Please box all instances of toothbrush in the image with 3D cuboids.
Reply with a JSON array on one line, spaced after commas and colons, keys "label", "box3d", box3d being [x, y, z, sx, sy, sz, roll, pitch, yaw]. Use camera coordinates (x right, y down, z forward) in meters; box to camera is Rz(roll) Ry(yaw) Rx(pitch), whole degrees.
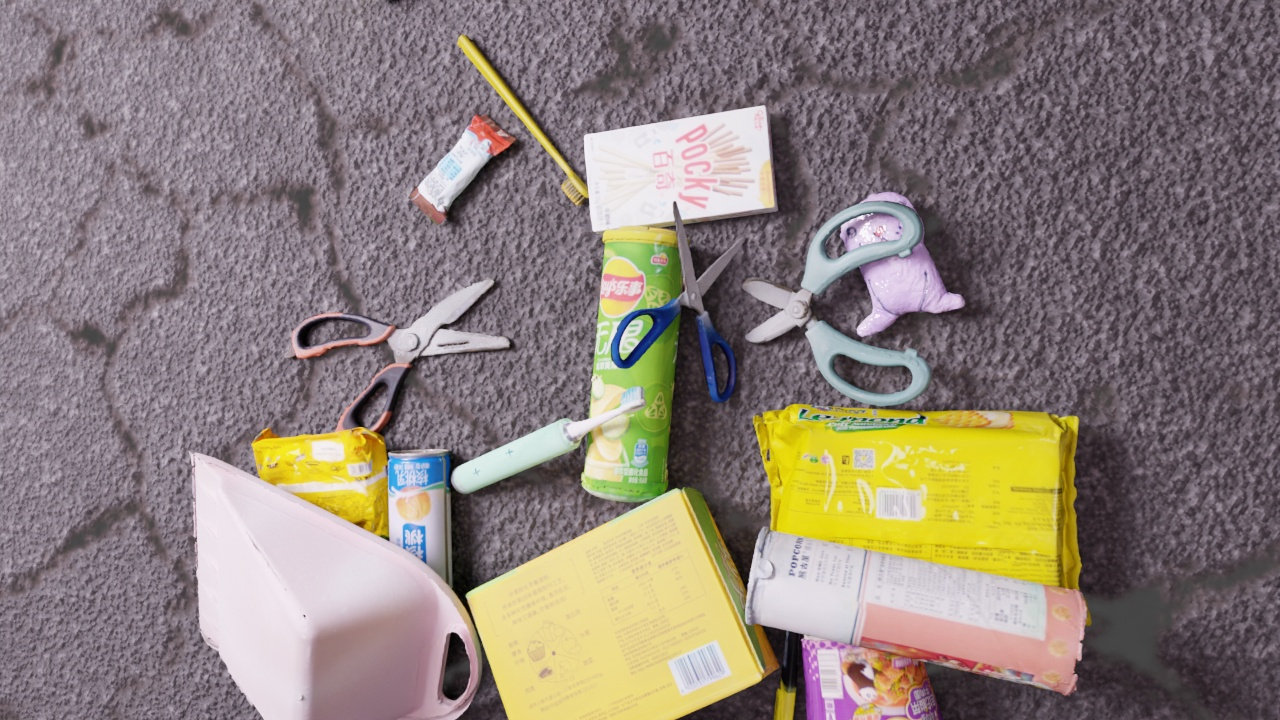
[{"label": "toothbrush", "box3d": [-0.078, 0.068, 0.747, 0.225, 0.026, 0.027, -25, 59, 37]}, {"label": "toothbrush", "box3d": [-0.105, -0.212, 0.808, 0.017, 0.015, 0.190, -40, 80, 17]}]

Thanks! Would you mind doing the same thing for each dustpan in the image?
[{"label": "dustpan", "box3d": [-0.272, 0.219, 0.805, 0.273, 0.138, 0.223, 39, 128, 33]}]

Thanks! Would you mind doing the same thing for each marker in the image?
[{"label": "marker", "box3d": [0.116, 0.242, 0.723, 0.015, 0.018, 0.124, -3, 113, -7]}]

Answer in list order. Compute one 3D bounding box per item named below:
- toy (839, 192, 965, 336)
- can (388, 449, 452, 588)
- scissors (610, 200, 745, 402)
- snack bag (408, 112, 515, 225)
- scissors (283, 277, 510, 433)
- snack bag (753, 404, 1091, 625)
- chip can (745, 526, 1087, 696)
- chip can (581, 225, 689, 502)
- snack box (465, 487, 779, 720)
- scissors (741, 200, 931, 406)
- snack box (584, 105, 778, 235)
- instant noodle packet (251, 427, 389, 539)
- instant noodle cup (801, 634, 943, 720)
[{"label": "toy", "box3d": [0.195, -0.079, 0.720, 0.084, 0.038, 0.108, -21, 85, 21]}, {"label": "can", "box3d": [-0.193, 0.146, 0.805, 0.053, 0.053, 0.134, -2, 89, 14]}, {"label": "scissors", "box3d": [0.041, -0.038, 0.730, 0.012, 0.172, 0.162, 4, 133, 49]}, {"label": "snack bag", "box3d": [-0.160, -0.171, 0.815, 0.048, 0.026, 0.104, 43, 100, 17]}, {"label": "scissors", "box3d": [-0.227, -0.007, 0.836, 0.189, 0.015, 0.226, 33, 96, 12]}, {"label": "snack bag", "box3d": [0.209, 0.114, 0.700, 0.247, 0.068, 0.158, 0, 89, 15]}, {"label": "chip can", "box3d": [0.185, 0.170, 0.633, 0.215, 0.071, 0.071, 8, 91, 16]}, {"label": "chip can", "box3d": [-0.004, 0.004, 0.751, 0.073, 0.072, 0.221, 5, 91, 14]}, {"label": "snack box", "box3d": [-0.017, 0.216, 0.738, 0.210, 0.070, 0.157, -29, 71, 13]}, {"label": "scissors", "box3d": [0.162, -0.054, 0.711, 0.170, 0.019, 0.181, 31, 114, 25]}, {"label": "snack box", "box3d": [0.033, -0.157, 0.768, 0.157, 0.027, 0.084, -6, 88, 14]}, {"label": "instant noodle packet", "box3d": [-0.282, 0.112, 0.828, 0.128, 0.044, 0.111, -4, 102, 17]}, {"label": "instant noodle cup", "box3d": [0.172, 0.250, 0.692, 0.112, 0.111, 0.099, -11, 77, 13]}]
